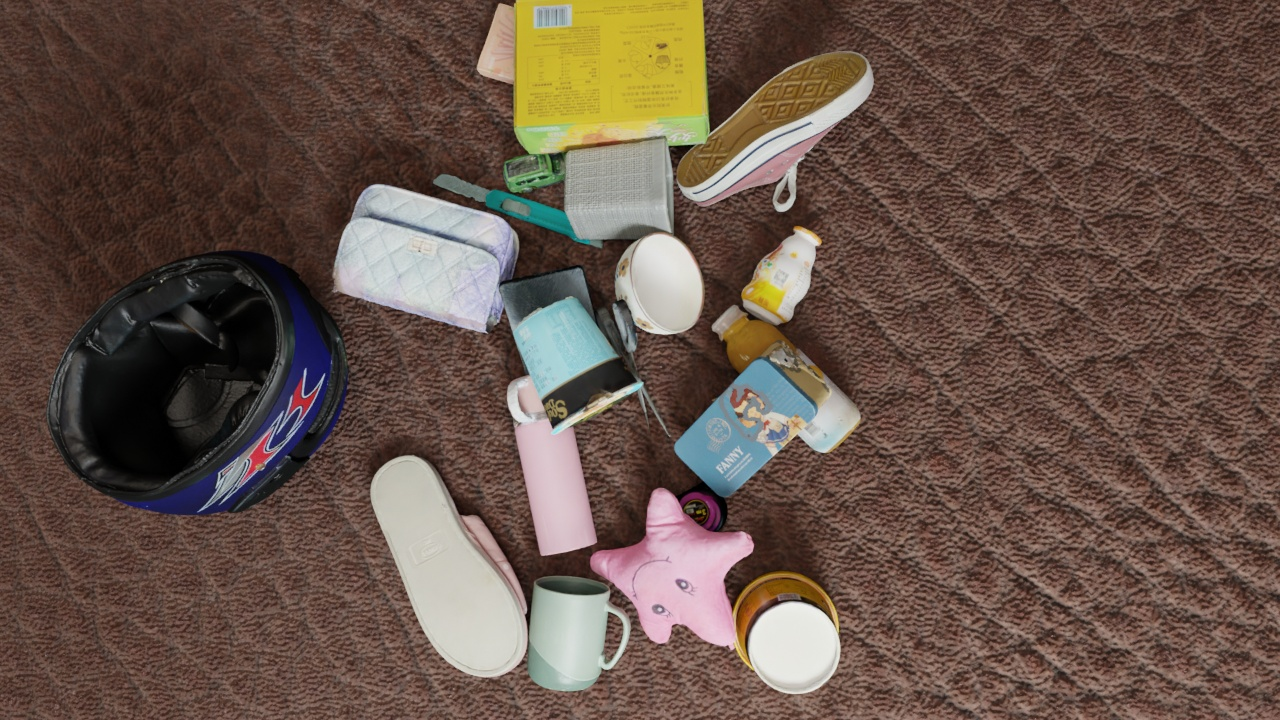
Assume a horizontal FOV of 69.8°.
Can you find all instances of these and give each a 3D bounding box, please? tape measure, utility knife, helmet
[{"bbox_3d":[0.069,0.168,1.024,0.057,0.039,0.058,-33,78,11],"label":"tape measure"},{"bbox_3d":[-0.143,-0.178,1.075,0.216,0.013,0.029,20,82,5],"label":"utility knife"},{"bbox_3d":[-0.429,0.020,0.965,0.316,0.240,0.247,-34,84,13],"label":"helmet"}]

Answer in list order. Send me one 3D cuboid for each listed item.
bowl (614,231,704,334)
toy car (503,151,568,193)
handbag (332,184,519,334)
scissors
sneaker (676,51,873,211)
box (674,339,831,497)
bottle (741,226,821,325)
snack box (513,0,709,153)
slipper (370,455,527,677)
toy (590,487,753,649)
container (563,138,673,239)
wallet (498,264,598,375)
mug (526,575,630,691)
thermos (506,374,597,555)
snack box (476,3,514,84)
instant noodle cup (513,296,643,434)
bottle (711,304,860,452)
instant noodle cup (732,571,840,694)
[{"bbox_3d":[0.012,-0.080,1.024,0.062,0.113,0.113,-16,83,46],"label":"bowl"},{"bbox_3d":[-0.115,-0.224,1.067,0.091,0.036,0.043,-15,84,-1],"label":"toy car"},{"bbox_3d":[-0.244,-0.118,1.048,0.194,0.075,0.134,15,87,6],"label":"handbag"},{"bbox_3d":[-0.008,0.004,1.011,0.014,0.160,0.181,-24,59,-16],"label":"scissors"},{"bbox_3d":[0.156,-0.245,1.022,0.241,0.088,0.118,-33,51,20],"label":"sneaker"},{"bbox_3d":[0.114,0.067,0.981,0.090,0.060,0.185,43,125,7],"label":"box"},{"bbox_3d":[0.160,-0.095,1.023,0.063,0.063,0.108,31,89,6],"label":"bottle"},{"bbox_3d":[-0.032,-0.318,1.014,0.210,0.070,0.157,-2,80,4],"label":"snack box"},{"bbox_3d":[-0.215,0.228,1.032,0.114,0.054,0.274,-35,73,-2],"label":"slipper"},{"bbox_3d":[0.047,0.232,0.982,0.178,0.074,0.195,47,123,8],"label":"toy"},{"bbox_3d":[-0.023,-0.187,1.026,0.114,0.090,0.090,-2,73,7],"label":"container"},{"bbox_3d":[-0.098,-0.043,1.034,0.097,0.019,0.121,-13,117,2],"label":"wallet"},{"bbox_3d":[-0.066,0.299,0.999,0.112,0.082,0.106,5,89,15],"label":"mug"},{"bbox_3d":[-0.104,0.114,1.017,0.067,0.087,0.198,-13,86,23],"label":"thermos"},{"bbox_3d":[-0.105,-0.356,1.079,0.157,0.026,0.084,18,88,6],"label":"snack box"},{"bbox_3d":[-0.074,0.000,0.977,0.111,0.111,0.120,-29,84,2],"label":"instant noodle cup"},{"bbox_3d":[0.157,0.017,1.013,0.068,0.068,0.189,-44,84,0],"label":"bottle"},{"bbox_3d":[0.157,0.291,0.972,0.118,0.114,0.118,0,85,4],"label":"instant noodle cup"}]
